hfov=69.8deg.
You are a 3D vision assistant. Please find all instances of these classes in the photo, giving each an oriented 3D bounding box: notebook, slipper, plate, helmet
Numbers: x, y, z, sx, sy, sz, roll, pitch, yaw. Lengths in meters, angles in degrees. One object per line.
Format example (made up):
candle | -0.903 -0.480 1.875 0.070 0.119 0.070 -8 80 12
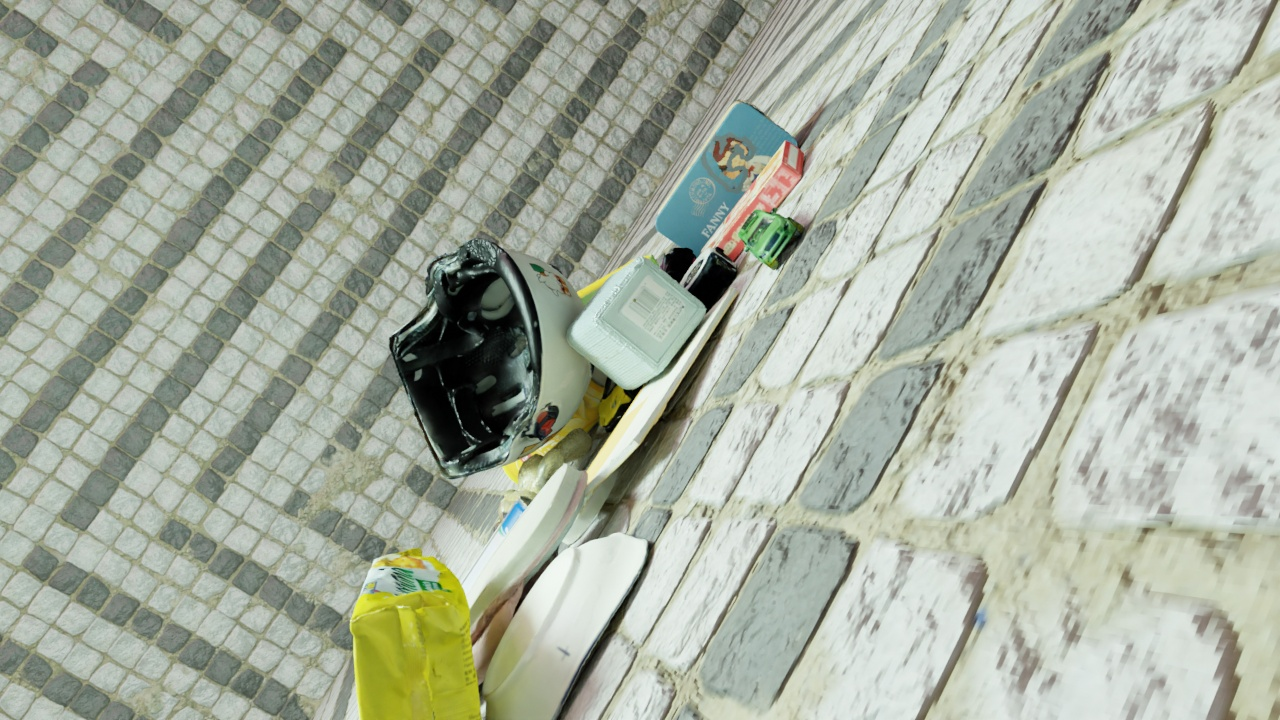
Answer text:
notebook | 0.009 0.034 0.792 0.146 0.010 0.205 -47 6 48
slipper | -0.108 0.195 0.753 0.275 0.054 0.114 -56 7 25
plate | -0.061 0.180 0.608 0.164 0.034 0.164 -58 7 -16
helmet | -0.138 -0.002 0.988 0.156 0.230 0.275 -5 -35 -46

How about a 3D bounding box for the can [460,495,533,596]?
can | -0.131 0.199 0.878 0.134 0.053 0.053 -56 8 -1

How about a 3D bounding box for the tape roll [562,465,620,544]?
tape roll | -0.047 0.125 0.821 0.086 0.014 0.085 -55 8 10

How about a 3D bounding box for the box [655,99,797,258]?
box | 0.090 -0.194 1.024 0.184 0.090 0.062 -57 8 15

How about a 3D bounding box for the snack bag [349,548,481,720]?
snack bag | -0.142 0.216 0.609 0.247 0.068 0.158 166 97 -77

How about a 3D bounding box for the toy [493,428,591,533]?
toy | -0.100 0.129 0.982 0.105 0.066 0.156 -35 12 39

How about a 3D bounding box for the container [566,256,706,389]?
container | -0.003 -0.034 0.841 0.090 0.090 0.112 -53 7 -13

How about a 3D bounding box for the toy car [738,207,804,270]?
toy car | 0.105 -0.103 0.755 0.043 0.036 0.091 -54 12 8

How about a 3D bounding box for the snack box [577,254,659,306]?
snack box | -0.045 -0.068 1.182 0.157 0.070 0.210 -31 7 -3

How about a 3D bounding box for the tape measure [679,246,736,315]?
tape measure | 0.064 -0.077 0.899 0.066 0.033 0.066 -51 11 20

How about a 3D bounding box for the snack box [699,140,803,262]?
snack box | 0.110 -0.148 0.935 0.153 0.025 0.075 -52 9 31

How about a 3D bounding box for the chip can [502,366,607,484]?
chip can | -0.093 0.070 1.109 0.214 0.072 0.071 -50 10 37

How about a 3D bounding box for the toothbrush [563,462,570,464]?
toothbrush | -0.115 0.168 1.043 0.016 0.016 0.179 -44 14 48

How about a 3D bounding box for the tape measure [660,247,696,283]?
tape measure | 0.040 -0.089 0.986 0.058 0.039 0.056 78 -162 -46

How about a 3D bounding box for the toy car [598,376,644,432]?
toy car | -0.006 0.006 0.959 0.155 0.041 0.071 -62 9 -30
